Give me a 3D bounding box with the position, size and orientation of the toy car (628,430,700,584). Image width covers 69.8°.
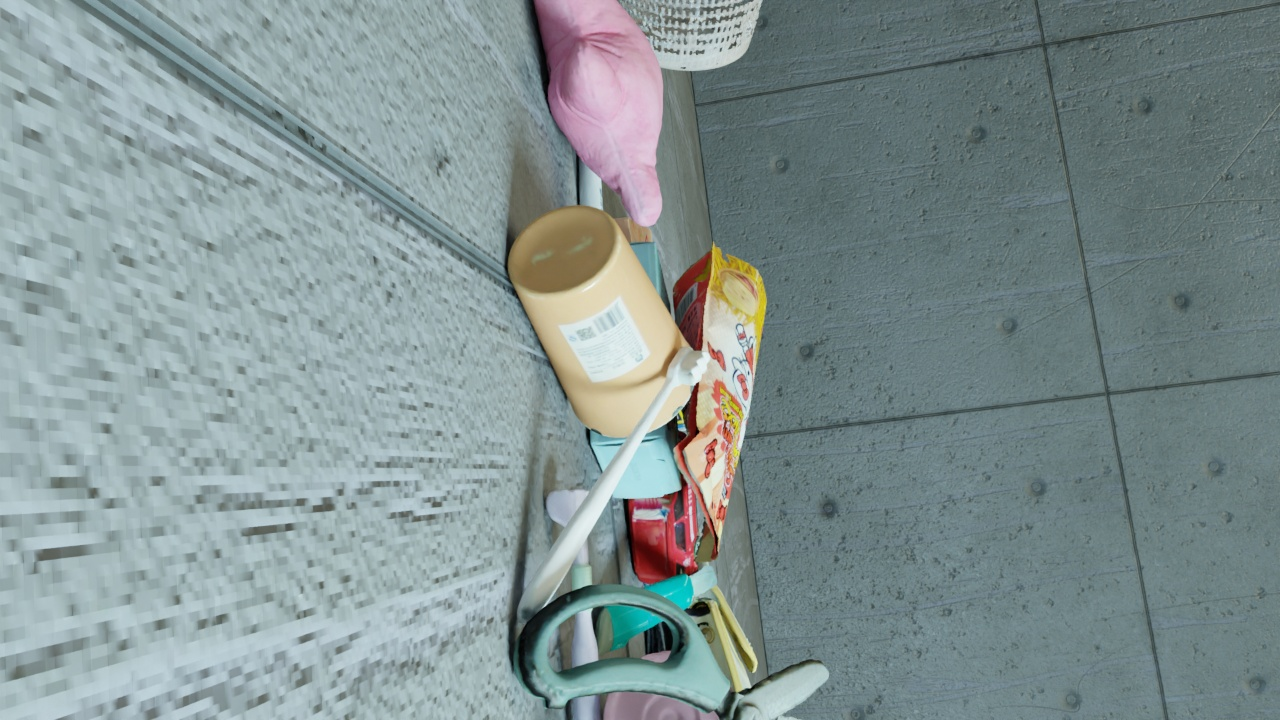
[{"bbox_3d":[0.016,0.110,0.683,0.045,0.053,0.120,-5,92,-65],"label":"toy car"}]

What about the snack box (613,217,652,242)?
[{"bbox_3d":[-0.006,-0.078,0.806,0.157,0.026,0.084,-30,113,-81],"label":"snack box"}]

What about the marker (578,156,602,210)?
[{"bbox_3d":[-0.037,-0.120,0.661,0.022,0.018,0.130,53,28,-56],"label":"marker"}]

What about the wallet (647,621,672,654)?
[{"bbox_3d":[0.023,0.267,0.719,0.097,0.019,0.120,66,17,-70],"label":"wallet"}]

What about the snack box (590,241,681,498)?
[{"bbox_3d":[-0.004,0.004,0.649,0.074,0.052,0.174,72,13,-53],"label":"snack box"}]

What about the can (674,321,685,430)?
[{"bbox_3d":[0.026,0.014,0.798,0.066,0.066,0.094,-5,87,-82],"label":"can"}]

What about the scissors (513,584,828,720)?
[{"bbox_3d":[0.016,0.149,0.403,0.019,0.177,0.169,-28,-95,59],"label":"scissors"}]

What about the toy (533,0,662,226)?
[{"bbox_3d":[-0.027,-0.198,0.619,0.194,0.075,0.179,-92,161,-55],"label":"toy"}]

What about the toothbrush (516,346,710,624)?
[{"bbox_3d":[-0.009,0.053,0.442,0.179,0.016,0.016,-55,140,-38],"label":"toothbrush"}]

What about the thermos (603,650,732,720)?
[{"bbox_3d":[0.016,0.229,0.508,0.087,0.067,0.199,-59,162,-29],"label":"thermos"}]

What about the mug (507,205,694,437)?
[{"bbox_3d":[-0.021,-0.021,0.489,0.123,0.078,0.078,62,21,-54],"label":"mug"}]

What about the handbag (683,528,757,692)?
[{"bbox_3d":[0.061,0.222,0.771,0.163,0.063,0.178,73,9,-67],"label":"handbag"}]

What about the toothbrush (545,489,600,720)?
[{"bbox_3d":[-0.029,0.158,0.449,0.029,0.021,0.189,6,74,-42],"label":"toothbrush"}]

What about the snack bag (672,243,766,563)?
[{"bbox_3d":[0.050,0.022,0.646,0.129,0.073,0.207,79,14,-46],"label":"snack bag"}]

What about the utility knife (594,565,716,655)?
[{"bbox_3d":[0.016,0.161,0.613,0.209,0.013,0.029,8,74,-65],"label":"utility knife"}]

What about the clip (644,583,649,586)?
[{"bbox_3d":[0.012,0.175,0.734,0.057,0.014,0.048,70,17,-62],"label":"clip"}]

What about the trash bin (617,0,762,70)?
[{"bbox_3d":[0.055,-0.438,1.006,0.227,0.227,0.192,-89,-179,-46],"label":"trash bin"}]
